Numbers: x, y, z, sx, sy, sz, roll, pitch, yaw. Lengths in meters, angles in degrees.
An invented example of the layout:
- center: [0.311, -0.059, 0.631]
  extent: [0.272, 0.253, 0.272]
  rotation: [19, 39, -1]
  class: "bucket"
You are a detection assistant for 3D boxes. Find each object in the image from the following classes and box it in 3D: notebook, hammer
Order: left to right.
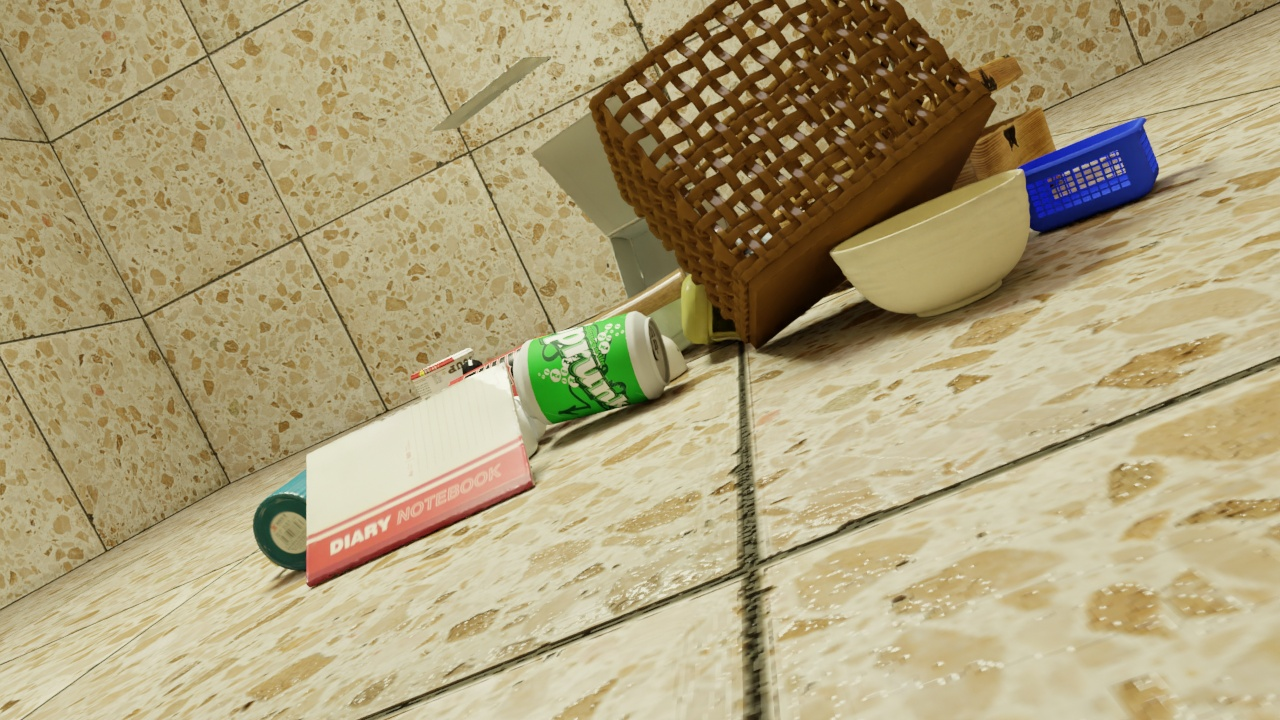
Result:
- center: [-0.200, 0.095, 0.806]
  extent: [0.209, 0.012, 0.153]
  rotation: [-25, 44, 3]
  class: "notebook"
- center: [-0.075, -0.016, 1.078]
  extent: [0.306, 0.040, 0.132]
  rotation: [-30, 44, 10]
  class: "hammer"

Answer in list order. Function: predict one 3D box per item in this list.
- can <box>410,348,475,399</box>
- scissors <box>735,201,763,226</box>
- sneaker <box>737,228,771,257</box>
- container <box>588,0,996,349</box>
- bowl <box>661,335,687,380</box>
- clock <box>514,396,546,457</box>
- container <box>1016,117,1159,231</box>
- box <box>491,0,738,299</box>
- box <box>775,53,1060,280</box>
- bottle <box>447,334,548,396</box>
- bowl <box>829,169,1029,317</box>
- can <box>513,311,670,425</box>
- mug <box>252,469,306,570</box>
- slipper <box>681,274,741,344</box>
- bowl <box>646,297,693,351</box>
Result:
- center: [-0.235, 0.054, 1.192]
  extent: [0.086, 0.116, 0.086]
  rotation: [-25, 6, 3]
  class: "can"
- center: [0.187, -0.149, 1.181]
  extent: [0.013, 0.163, 0.154]
  rotation: [-51, 29, 26]
  class: "scissors"
- center: [0.111, -0.096, 1.305]
  extent: [0.132, 0.103, 0.270]
  rotation: [-46, 15, -29]
  class: "sneaker"
- center: [0.132, -0.187, 0.837]
  extent: [0.251, 0.214, 0.219]
  rotation: [-38, -14, -2]
  class: "container"
- center: [-0.006, 0.006, 1.003]
  extent: [0.105, 0.054, 0.105]
  rotation: [-26, 6, 3]
  class: "bowl"
- center: [-0.171, 0.081, 0.920]
  extent: [0.126, 0.073, 0.160]
  rotation: [-22, 7, 26]
  class: "clock"
- center: [0.393, -0.161, 0.811]
  extent: [0.114, 0.058, 0.096]
  rotation: [-20, 8, 38]
  class: "container"
- center: [-0.023, -0.258, 1.225]
  extent: [0.167, 0.478, 0.118]
  rotation: [-25, 11, 34]
  class: "box"
- center: [0.320, -0.215, 1.078]
  extent: [0.246, 0.168, 0.278]
  rotation: [-20, 10, 43]
  class: "box"
- center: [-0.124, 0.014, 1.008]
  extent: [0.177, 0.062, 0.062]
  rotation: [-26, 6, 14]
  class: "bottle"
- center: [0.229, -0.080, 0.701]
  extent: [0.151, 0.075, 0.150]
  rotation: [-25, 6, 2]
  class: "bowl"
- center: [-0.047, 0.008, 0.904]
  extent: [0.140, 0.088, 0.087]
  rotation: [-15, 9, 13]
  class: "can"
- center: [-0.322, 0.158, 0.897]
  extent: [0.114, 0.083, 0.107]
  rotation: [-46, 4, 17]
  class: "mug"
- center: [0.093, -0.062, 1.017]
  extent: [0.082, 0.091, 0.190]
  rotation: [-3, 3, 15]
  class: "slipper"
- center: [0.043, -0.043, 1.135]
  extent: [0.117, 0.061, 0.117]
  rotation: [-36, -2, -1]
  class: "bowl"
